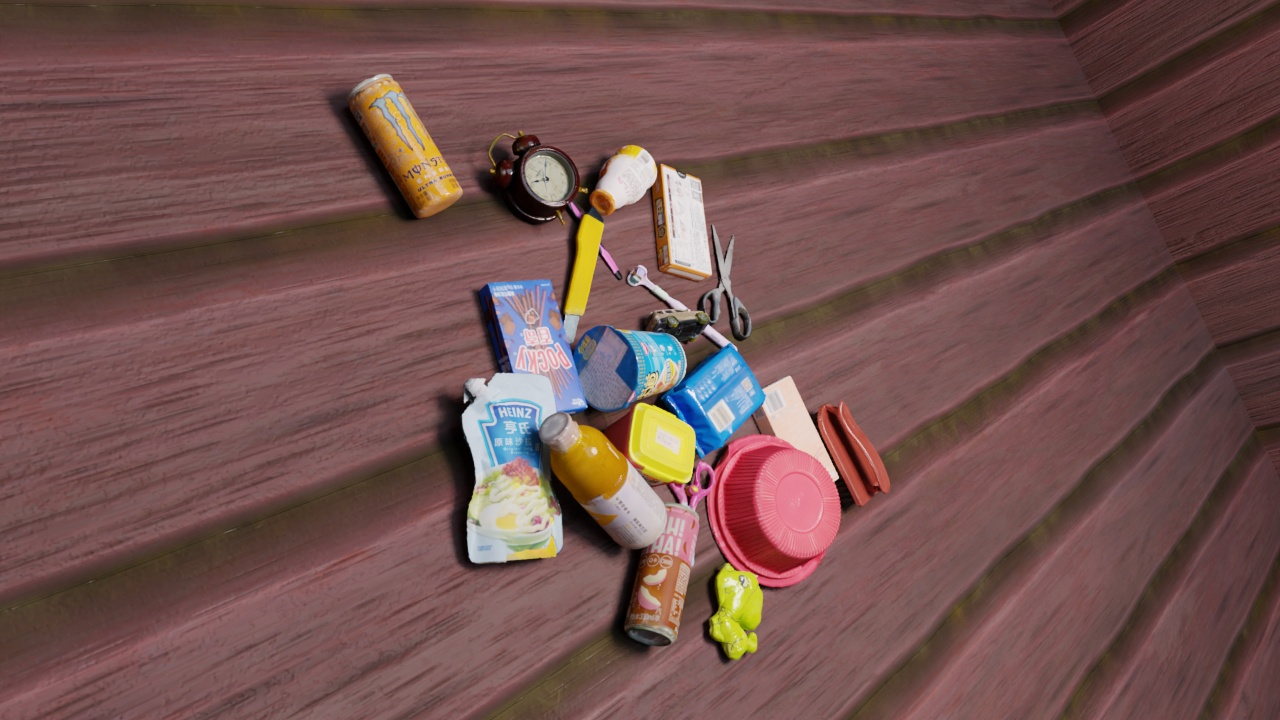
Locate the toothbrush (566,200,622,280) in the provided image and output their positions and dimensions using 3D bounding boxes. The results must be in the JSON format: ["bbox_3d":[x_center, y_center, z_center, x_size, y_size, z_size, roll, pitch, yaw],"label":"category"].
[{"bbox_3d":[-0.077,-0.178,1.136,0.189,0.018,0.014,56,47,-11],"label":"toothbrush"}]

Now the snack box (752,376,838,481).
[{"bbox_3d":[0.205,0.105,1.240,0.084,0.026,0.157,-21,86,-44],"label":"snack box"}]

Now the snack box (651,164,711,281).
[{"bbox_3d":[0.055,-0.186,1.241,0.075,0.026,0.153,12,64,-38],"label":"snack box"}]

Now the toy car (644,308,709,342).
[{"bbox_3d":[0.048,-0.046,1.160,0.090,0.042,0.035,-5,53,-36],"label":"toy car"}]

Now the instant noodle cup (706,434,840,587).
[{"bbox_3d":[0.178,0.180,1.136,0.193,0.066,0.193,10,69,-26],"label":"instant noodle cup"}]

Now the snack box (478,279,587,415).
[{"bbox_3d":[-0.118,-0.012,1.013,0.084,0.026,0.157,-8,77,-41],"label":"snack box"}]

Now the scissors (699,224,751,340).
[{"bbox_3d":[0.117,-0.104,1.271,0.159,0.014,0.170,-37,94,-46],"label":"scissors"}]

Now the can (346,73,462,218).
[{"bbox_3d":[-0.250,-0.226,0.974,0.058,0.058,0.146,-34,95,-44],"label":"can"}]

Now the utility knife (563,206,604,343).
[{"bbox_3d":[-0.073,-0.101,1.097,0.033,0.015,0.192,26,61,-30],"label":"utility knife"}]

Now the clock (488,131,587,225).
[{"bbox_3d":[-0.125,-0.214,1.070,0.122,0.055,0.081,39,64,-17],"label":"clock"}]

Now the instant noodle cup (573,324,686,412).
[{"bbox_3d":[-0.006,0.006,1.063,0.109,0.099,0.099,-7,75,-51],"label":"instant noodle cup"}]

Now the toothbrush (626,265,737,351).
[{"bbox_3d":[0.060,-0.061,1.195,0.189,0.029,0.021,36,14,-25],"label":"toothbrush"}]

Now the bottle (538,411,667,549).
[{"bbox_3d":[-0.040,0.125,0.957,0.189,0.068,0.067,53,43,-36],"label":"bottle"}]

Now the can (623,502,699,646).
[{"bbox_3d":[0.025,0.233,1.005,0.058,0.058,0.147,33,52,-25],"label":"can"}]

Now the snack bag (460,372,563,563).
[{"bbox_3d":[-0.129,0.106,0.928,0.110,0.039,0.191,2,78,-30],"label":"snack bag"}]

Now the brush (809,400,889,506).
[{"bbox_3d":[0.289,0.126,1.274,0.063,0.069,0.146,-27,90,-45],"label":"brush"}]

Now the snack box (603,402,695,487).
[{"bbox_3d":[0.006,0.099,1.034,0.091,0.080,0.081,27,56,-29],"label":"snack box"}]

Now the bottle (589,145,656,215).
[{"bbox_3d":[-0.024,-0.226,1.165,0.063,0.063,0.108,48,47,-14],"label":"bottle"}]

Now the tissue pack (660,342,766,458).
[{"bbox_3d":[0.093,0.047,1.152,0.156,0.052,0.095,-39,100,-43],"label":"tissue pack"}]

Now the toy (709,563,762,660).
[{"bbox_3d":[0.113,0.293,1.074,0.096,0.031,0.099,53,51,-9],"label":"toy"}]

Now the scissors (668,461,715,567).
[{"bbox_3d":[0.047,0.177,1.082,0.077,0.017,0.137,25,62,-19],"label":"scissors"}]
